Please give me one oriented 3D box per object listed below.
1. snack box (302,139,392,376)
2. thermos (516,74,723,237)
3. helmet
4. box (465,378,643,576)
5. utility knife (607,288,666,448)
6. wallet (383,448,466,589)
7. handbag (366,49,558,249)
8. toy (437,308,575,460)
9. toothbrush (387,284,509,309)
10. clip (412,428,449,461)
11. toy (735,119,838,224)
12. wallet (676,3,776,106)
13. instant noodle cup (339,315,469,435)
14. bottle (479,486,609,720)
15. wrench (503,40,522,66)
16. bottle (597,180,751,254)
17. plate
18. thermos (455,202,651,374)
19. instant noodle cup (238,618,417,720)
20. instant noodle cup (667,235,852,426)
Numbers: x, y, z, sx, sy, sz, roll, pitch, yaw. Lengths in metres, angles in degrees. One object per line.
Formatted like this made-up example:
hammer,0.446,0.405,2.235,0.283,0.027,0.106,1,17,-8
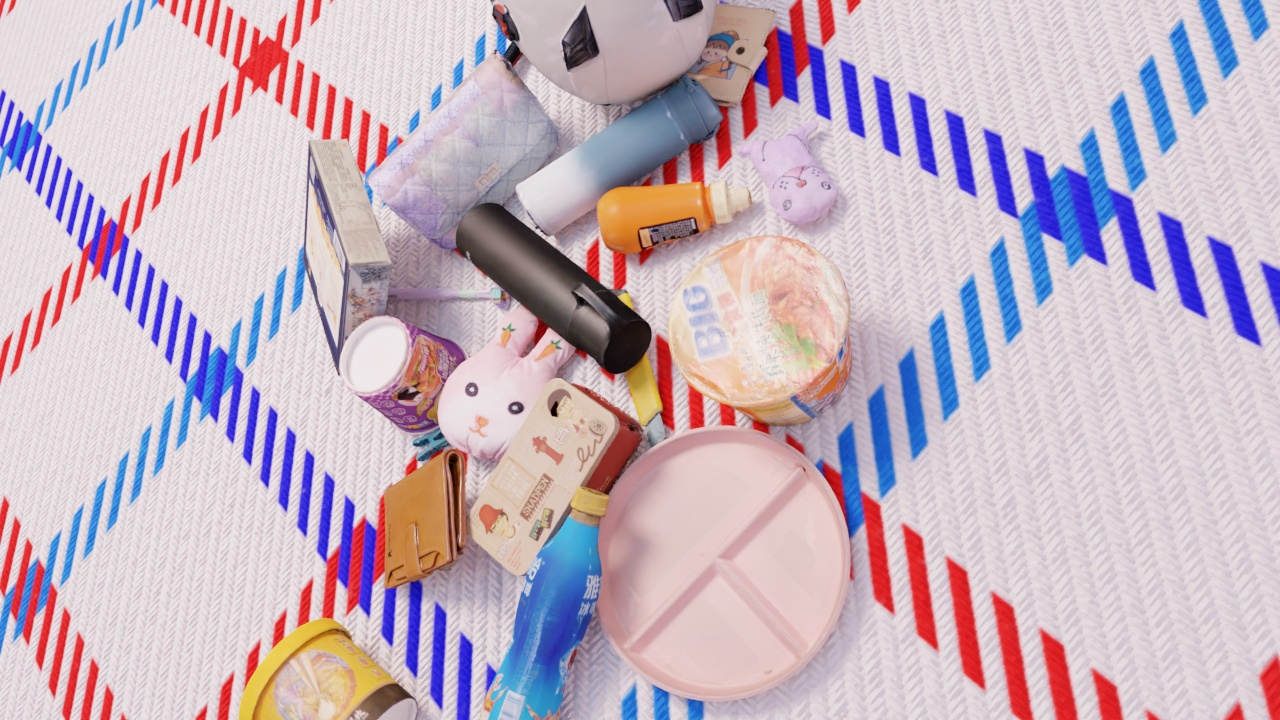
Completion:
snack box,-0.315,-0.106,0.971,0.045,0.183,0.177,-10,58,-28
thermos,-0.020,-0.208,0.940,0.221,0.070,0.070,-30,62,11
helmet,-0.019,-0.338,0.903,0.230,0.274,0.157,-24,100,2
box,-0.076,0.108,0.842,0.091,0.075,0.168,33,93,29
utility knife,-0.005,0.005,0.880,0.033,0.015,0.180,-29,62,24
wallet,-0.206,0.153,0.868,0.132,0.031,0.107,-30,57,45
handbag,-0.181,-0.217,0.973,0.194,0.134,0.075,-47,59,1
toy,-0.130,0.023,0.905,0.121,0.054,0.159,19,72,17
toothbrush,-0.227,-0.071,1.002,0.189,0.029,0.021,2,31,25
clip,-0.208,0.081,0.938,0.057,0.014,0.047,-27,60,10
toy,0.148,-0.176,0.873,0.084,0.039,0.108,-22,62,4
wallet,0.091,-0.320,0.964,0.087,0.024,0.115,17,76,32
instant noodle cup,-0.242,0.011,0.931,0.112,0.099,0.111,-7,69,19
bottle,-0.074,0.215,0.778,0.065,0.065,0.218,17,88,27
wrench,-0.177,-0.302,1.056,0.016,0.056,0.273,29,79,-6
bottle,0.035,-0.147,0.900,0.150,0.067,0.066,-9,67,11
plate,0.064,0.169,0.781,0.230,0.028,0.229,-8,68,21
thermos,-0.091,-0.082,0.898,0.068,0.090,0.242,-41,54,-17
instant noodle cup,-0.273,0.312,0.822,0.114,0.118,0.118,27,82,20
instant noodle cup,0.112,-0.016,0.784,0.151,0.111,0.151,-8,67,20
